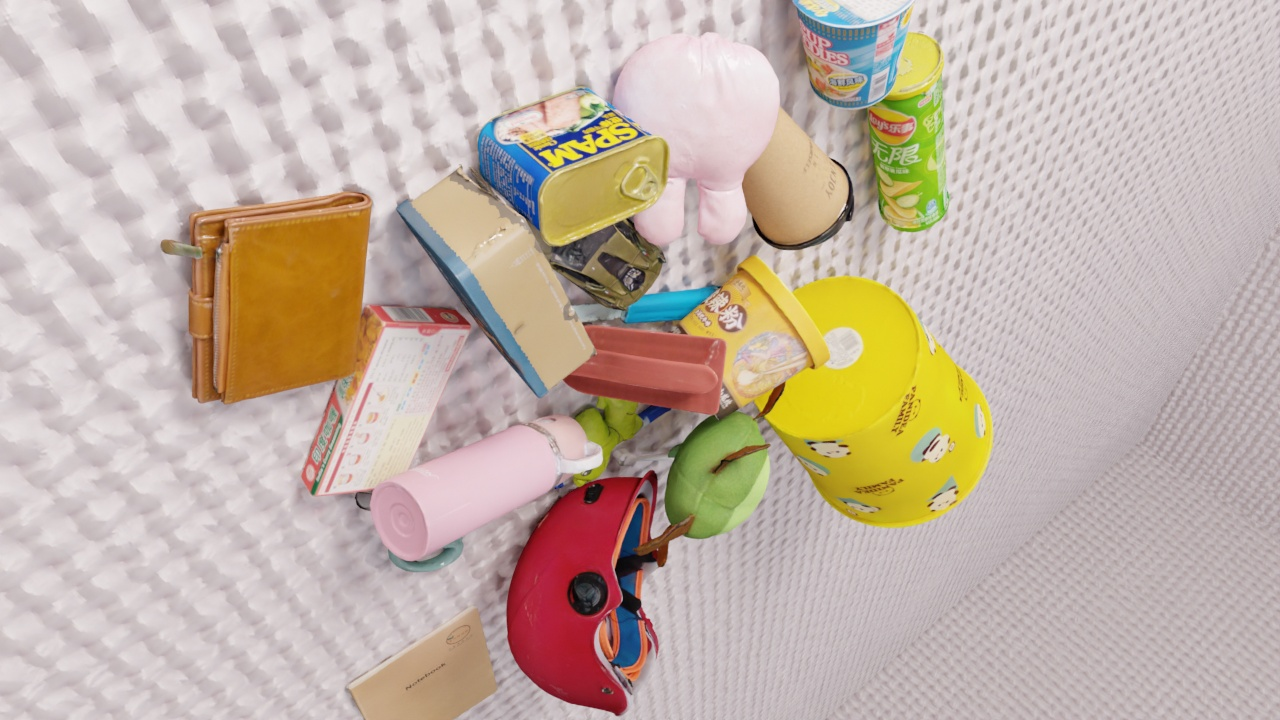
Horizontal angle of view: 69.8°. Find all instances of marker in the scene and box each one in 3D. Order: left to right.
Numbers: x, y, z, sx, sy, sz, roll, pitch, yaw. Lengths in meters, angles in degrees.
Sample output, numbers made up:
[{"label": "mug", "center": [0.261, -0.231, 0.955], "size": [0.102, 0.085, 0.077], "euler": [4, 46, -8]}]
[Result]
[{"label": "marker", "center": [-0.030, 0.082, 0.921], "size": [0.145, 0.017, 0.017], "euler": [-35, 146, -18]}]

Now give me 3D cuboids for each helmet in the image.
[{"label": "helmet", "center": [-0.058, 0.224, 0.916], "size": [0.206, 0.144, 0.240], "euler": [0, 93, -78]}]

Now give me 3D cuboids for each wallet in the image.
[{"label": "wallet", "center": [-0.222, -0.034, 0.556], "size": [0.118, 0.035, 0.131], "euler": [-14, 134, -40]}]

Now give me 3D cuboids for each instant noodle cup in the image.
[{"label": "instant noodle cup", "center": [0.090, -0.016, 0.830], "size": [0.114, 0.118, 0.118], "euler": [-36, 147, 2]}, {"label": "instant noodle cup", "center": [0.166, -0.256, 0.710], "size": [0.099, 0.099, 0.110], "euler": [-41, 154, -9]}]

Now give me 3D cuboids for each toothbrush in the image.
[{"label": "toothbrush", "center": [0.028, 0.104, 1.015], "size": [0.179, 0.016, 0.016], "euler": [5, 124, -53]}]

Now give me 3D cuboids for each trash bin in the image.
[{"label": "trash bin", "center": [0.249, 0.044, 1.022], "size": [0.229, 0.229, 0.255], "euler": [-48, 142, 2]}]

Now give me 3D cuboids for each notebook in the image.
[{"label": "notebook", "center": [-0.230, 0.358, 1.002], "size": [0.147, 0.008, 0.208], "euler": [-29, 144, -25]}]

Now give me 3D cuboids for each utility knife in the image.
[{"label": "utility knife", "center": [0.008, -0.048, 0.818], "size": [0.217, 0.018, 0.034], "euler": [-8, 134, -46]}]

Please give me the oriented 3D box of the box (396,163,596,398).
[{"label": "box", "center": [-0.096, -0.054, 0.631], "size": [0.061, 0.090, 0.184], "euler": [-40, 145, -8]}]

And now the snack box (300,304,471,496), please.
[{"label": "snack box", "center": [-0.187, 0.031, 0.675], "size": [0.076, 0.027, 0.156], "euler": [0, 126, -49]}]

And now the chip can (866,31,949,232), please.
[{"label": "chip can", "center": [0.255, -0.208, 0.876], "size": [0.072, 0.072, 0.221], "euler": [-43, 147, -6]}]

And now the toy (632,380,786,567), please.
[{"label": "toy", "center": [0.073, 0.108, 0.878], "size": [0.227, 0.090, 0.246], "euler": [-53, 177, 12]}]

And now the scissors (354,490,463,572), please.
[{"label": "scissors", "center": [-0.178, 0.122, 0.795], "size": [0.143, 0.019, 0.180], "euler": [-40, 146, -9]}]

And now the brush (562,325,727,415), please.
[{"label": "brush", "center": [-0.004, 0.004, 0.758], "size": [0.069, 0.146, 0.063], "euler": [-19, 117, -77]}]

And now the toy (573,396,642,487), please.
[{"label": "toy", "center": [-0.041, 0.071, 0.879], "size": [0.100, 0.031, 0.097], "euler": [-26, 128, -29]}]

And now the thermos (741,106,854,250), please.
[{"label": "thermos", "center": [0.116, -0.157, 0.765], "size": [0.093, 0.093, 0.143], "euler": [-49, 140, 4]}]

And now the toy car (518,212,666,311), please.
[{"label": "toy car", "center": [-0.036, -0.087, 0.708], "size": [0.070, 0.042, 0.158], "euler": [-51, 145, 7]}]

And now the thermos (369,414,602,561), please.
[{"label": "thermos", "center": [-0.115, 0.099, 0.753], "size": [0.198, 0.087, 0.067], "euler": [-19, 113, -50]}]

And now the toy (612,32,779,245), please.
[{"label": "toy", "center": [0.038, -0.158, 0.670], "size": [0.121, 0.054, 0.160], "euler": [0, 125, -7]}]

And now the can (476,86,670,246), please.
[{"label": "can", "center": [-0.046, -0.131, 0.606], "size": [0.101, 0.083, 0.057], "euler": [-28, 144, -27]}]
